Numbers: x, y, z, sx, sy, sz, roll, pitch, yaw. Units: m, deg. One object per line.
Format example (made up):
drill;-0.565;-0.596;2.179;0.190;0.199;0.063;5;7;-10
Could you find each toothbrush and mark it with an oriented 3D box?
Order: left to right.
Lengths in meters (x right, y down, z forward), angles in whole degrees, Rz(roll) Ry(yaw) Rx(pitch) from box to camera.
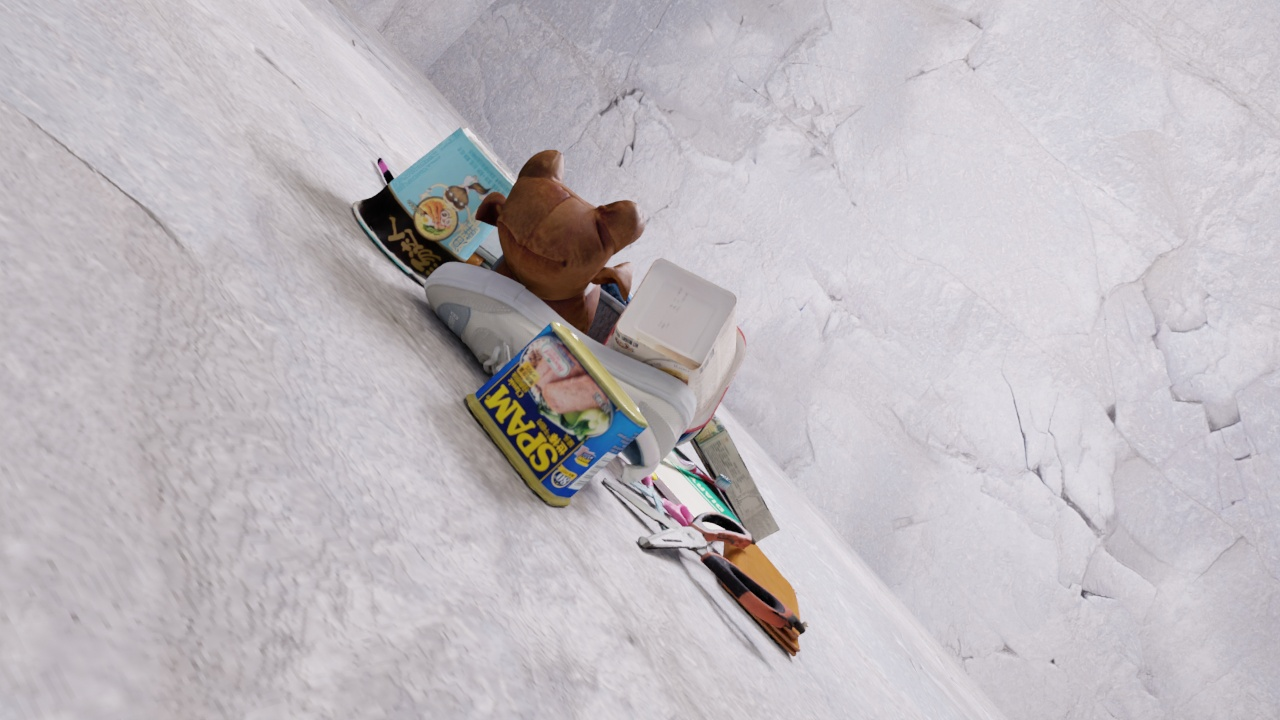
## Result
toothbrush;-0.269;-0.187;1.000;0.017;0.014;0.189;26;16;-39
toothbrush;0.058;0.119;1.051;0.187;0.017;0.016;36;13;-49

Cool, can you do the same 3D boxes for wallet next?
wallet;-0.174;-0.128;1.048;0.130;0.037;0.106;35;28;2
wallet;0.121;0.225;0.915;0.108;0.031;0.131;48;11;-3

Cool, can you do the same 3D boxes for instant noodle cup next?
instant noodle cup;-0.173;-0.139;0.815;0.111;0.120;0.111;46;5;-6
instant noodle cup;0.028;-0.016;0.777;0.116;0.116;0.124;28;-19;8

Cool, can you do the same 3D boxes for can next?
can;-0.057;0.035;0.635;0.102;0.083;0.057;49;6;19

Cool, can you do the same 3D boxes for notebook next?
notebook;0.024;0.114;1.025;0.209;0.012;0.150;48;10;14

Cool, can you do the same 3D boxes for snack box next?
snack box;0.105;0.129;1.242;0.178;0.046;0.182;60;-1;-27

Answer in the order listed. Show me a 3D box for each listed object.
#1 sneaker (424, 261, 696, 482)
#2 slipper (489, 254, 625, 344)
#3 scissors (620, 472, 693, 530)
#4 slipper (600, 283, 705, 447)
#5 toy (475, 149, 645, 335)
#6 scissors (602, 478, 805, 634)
sneaker;-0.079;0.014;0.729;0.242;0.090;0.090;30;-30;5
slipper;-0.062;-0.023;0.927;0.268;0.110;0.083;47;1;37
scissors;0.017;0.133;0.889;0.135;0.017;0.133;46;9;-26
slipper;-0.006;0.006;0.986;0.095;0.105;0.252;24;25;-46
toy;-0.074;-0.082;0.786;0.140;0.130;0.200;36;-37;12
scissors;0.057;0.162;0.815;0.223;0.015;0.188;38;13;-6
